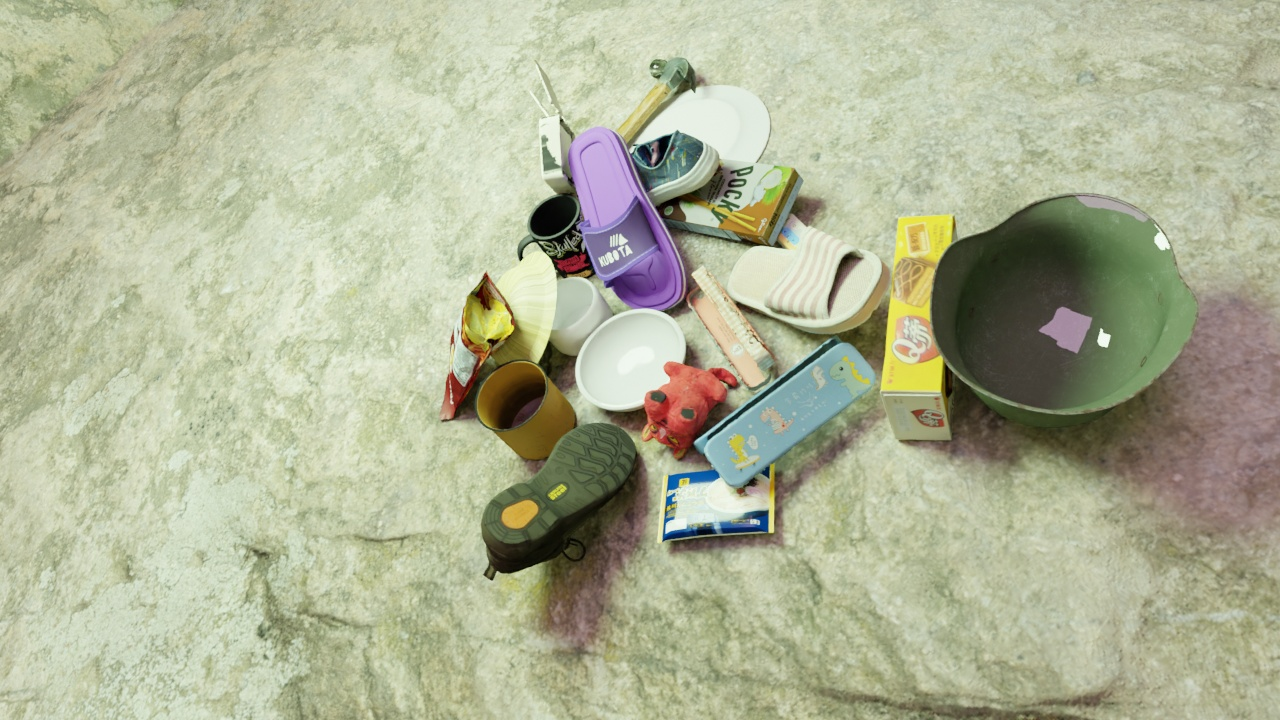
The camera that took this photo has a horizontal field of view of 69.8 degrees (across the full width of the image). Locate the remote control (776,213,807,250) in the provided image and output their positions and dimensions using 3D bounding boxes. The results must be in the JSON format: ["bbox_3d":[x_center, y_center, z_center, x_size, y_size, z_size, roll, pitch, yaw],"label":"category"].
[{"bbox_3d":[0.213,-0.145,1.181,0.038,0.018,0.125,-36,52,0],"label":"remote control"}]

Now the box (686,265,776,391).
[{"bbox_3d":[0.107,-0.044,1.142,0.071,0.056,0.187,-56,43,25],"label":"box"}]

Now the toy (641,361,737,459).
[{"bbox_3d":[0.058,0.052,1.099,0.088,0.094,0.132,35,50,27],"label":"toy"}]

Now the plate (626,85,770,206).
[{"bbox_3d":[0.075,-0.329,1.374,0.243,0.016,0.242,-13,54,18],"label":"plate"}]

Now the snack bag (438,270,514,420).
[{"bbox_3d":[-0.236,-0.019,1.232,0.209,0.066,0.138,-44,44,50],"label":"snack bag"}]

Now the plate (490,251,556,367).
[{"bbox_3d":[-0.174,-0.061,1.238,0.185,0.036,0.184,-27,57,51],"label":"plate"}]

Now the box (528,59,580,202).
[{"bbox_3d":[-0.120,-0.320,1.316,0.058,0.144,0.187,-15,78,10],"label":"box"}]

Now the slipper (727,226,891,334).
[{"bbox_3d":[0.183,-0.100,1.082,0.263,0.052,0.115,19,81,59],"label":"slipper"}]

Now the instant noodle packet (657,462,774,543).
[{"bbox_3d":[0.085,0.161,1.032,0.134,0.026,0.086,-10,50,21],"label":"instant noodle packet"}]

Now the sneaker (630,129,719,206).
[{"bbox_3d":[0.006,-0.265,1.278,0.236,0.079,0.087,-2,63,55],"label":"sneaker"}]

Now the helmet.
[{"bbox_3d":[0.415,-0.036,0.917,0.227,0.154,0.267,21,71,28],"label":"helmet"}]

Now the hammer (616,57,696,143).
[{"bbox_3d":[-0.032,-0.340,1.414,0.330,0.033,0.132,-51,37,-8],"label":"hammer"}]

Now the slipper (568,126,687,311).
[{"bbox_3d":[-0.036,-0.185,1.209,0.107,0.083,0.266,-25,81,27],"label":"slipper"}]

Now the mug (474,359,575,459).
[{"bbox_3d":[-0.152,0.061,1.171,0.124,0.094,0.100,24,71,34],"label":"mug"}]

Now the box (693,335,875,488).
[{"bbox_3d":[0.163,0.058,1.045,0.209,0.073,0.085,-36,75,-3],"label":"box"}]

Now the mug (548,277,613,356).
[{"bbox_3d":[-0.096,-0.062,1.244,0.116,0.068,0.094,26,73,37],"label":"mug"}]

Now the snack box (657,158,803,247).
[{"bbox_3d":[0.117,-0.220,1.245,0.186,0.031,0.101,18,79,40],"label":"snack box"}]

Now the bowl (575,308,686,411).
[{"bbox_3d":[-0.007,0.007,1.170,0.150,0.043,0.149,-13,54,18],"label":"bowl"}]

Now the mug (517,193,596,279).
[{"bbox_3d":[-0.118,-0.166,1.305,0.118,0.098,0.081,-28,50,7],"label":"mug"}]

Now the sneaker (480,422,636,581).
[{"bbox_3d":[-0.095,0.180,1.074,0.101,0.143,0.237,37,45,18],"label":"sneaker"}]

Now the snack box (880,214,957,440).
[{"bbox_3d":[0.309,-0.038,1.000,0.062,0.110,0.229,0,59,25],"label":"snack box"}]
